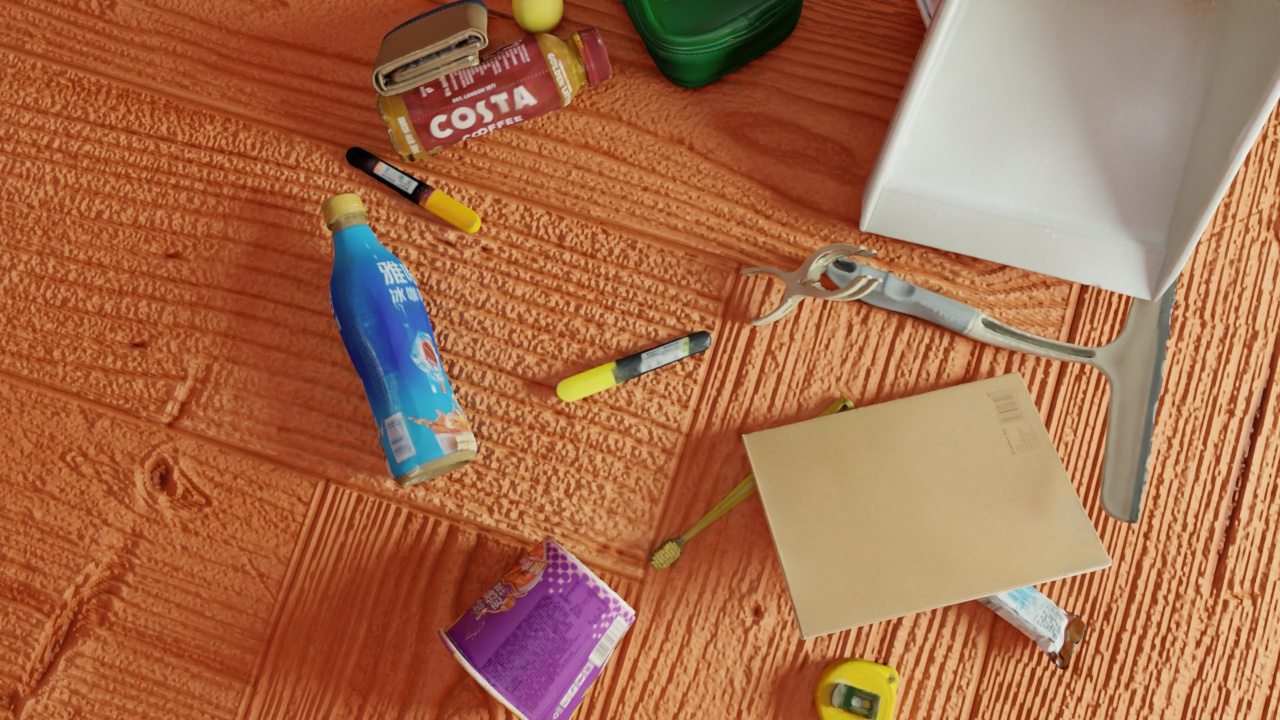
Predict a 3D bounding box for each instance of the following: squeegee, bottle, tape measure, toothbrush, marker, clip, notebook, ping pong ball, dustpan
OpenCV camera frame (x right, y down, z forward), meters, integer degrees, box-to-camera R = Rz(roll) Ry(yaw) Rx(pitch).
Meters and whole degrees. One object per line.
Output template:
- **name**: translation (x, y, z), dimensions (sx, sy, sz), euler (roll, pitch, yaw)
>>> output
- **squeegee**: translation (0.249, -0.028, 0.672), dimensions (0.247, 0.039, 0.245), euler (19, 65, 11)
- **bottle**: translation (-0.186, -0.019, 0.674), dimensions (0.065, 0.065, 0.218), euler (-22, 81, -1)
- **tape measure**: translation (0.152, 0.239, 0.644), dimensions (0.057, 0.029, 0.060), euler (12, 83, 4)
- **toothbrush**: translation (0.082, 0.090, 0.673), dimensions (0.190, 0.016, 0.015), euler (-39, 83, -3)
- **marker**: translation (-0.177, -0.133, 0.715), dimensions (0.124, 0.015, 0.018), euler (30, 83, 8)
- **clip**: translation (0.122, -0.056, 0.666), dimensions (0.101, 0.034, 0.076), euler (-13, 83, 30)
- **marker**: translation (-0.004, 0.004, 0.690), dimensions (0.124, 0.015, 0.018), euler (-21, 83, -4)
- **notebook**: translation (0.192, 0.095, 0.635), dimensions (0.211, 0.012, 0.149), euler (-13, 63, -2)
- **ping pong ball**: translation (-0.080, -0.276, 0.715), dimensions (0.040, 0.040, 0.040), euler (0, 82, 2)
- **dustpan**: translation (0.279, -0.177, 0.566), dimensions (0.223, 0.142, 0.258), euler (15, 104, 7)
- **bottle**: translation (-0.109, -0.206, 0.698), dimensions (0.175, 0.057, 0.057), euler (-20, 82, 0)

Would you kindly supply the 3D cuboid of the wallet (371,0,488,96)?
- **wallet**: translation (-0.153, -0.233, 0.679), dimensions (0.090, 0.115, 0.033), euler (-21, 121, 2)

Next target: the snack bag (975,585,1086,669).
- **snack bag**: translation (0.266, 0.170, 0.649), dimensions (0.105, 0.026, 0.045), euler (37, 56, 7)

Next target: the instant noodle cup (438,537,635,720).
- **instant noodle cup**: translation (-0.065, 0.183, 0.626), dimensions (0.111, 0.112, 0.099), euler (38, 76, 6)

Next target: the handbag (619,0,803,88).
- **handbag**: translation (0.052, -0.282, 0.697), dimensions (0.131, 0.068, 0.120), euler (-31, 77, -1)

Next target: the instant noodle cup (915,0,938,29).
- **instant noodle cup**: translation (0.295, -0.234, 0.666), dimensions (0.138, 0.060, 0.173), euler (-26, 96, -2)
